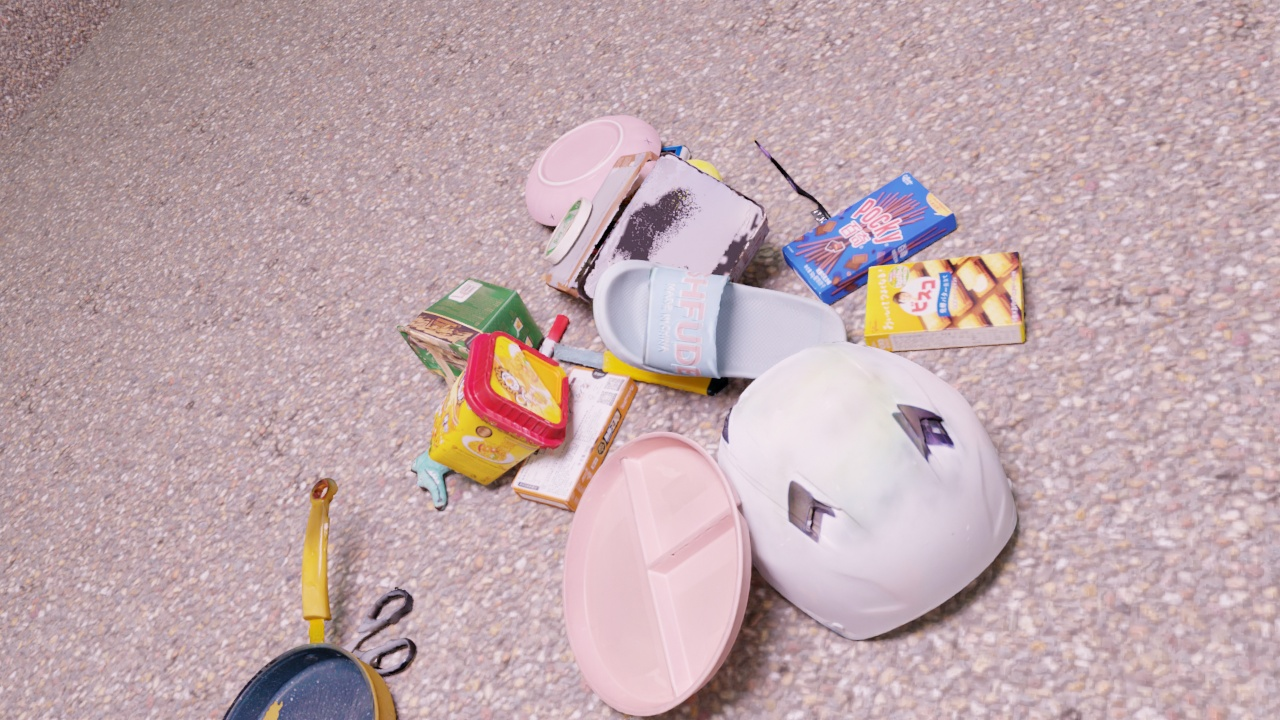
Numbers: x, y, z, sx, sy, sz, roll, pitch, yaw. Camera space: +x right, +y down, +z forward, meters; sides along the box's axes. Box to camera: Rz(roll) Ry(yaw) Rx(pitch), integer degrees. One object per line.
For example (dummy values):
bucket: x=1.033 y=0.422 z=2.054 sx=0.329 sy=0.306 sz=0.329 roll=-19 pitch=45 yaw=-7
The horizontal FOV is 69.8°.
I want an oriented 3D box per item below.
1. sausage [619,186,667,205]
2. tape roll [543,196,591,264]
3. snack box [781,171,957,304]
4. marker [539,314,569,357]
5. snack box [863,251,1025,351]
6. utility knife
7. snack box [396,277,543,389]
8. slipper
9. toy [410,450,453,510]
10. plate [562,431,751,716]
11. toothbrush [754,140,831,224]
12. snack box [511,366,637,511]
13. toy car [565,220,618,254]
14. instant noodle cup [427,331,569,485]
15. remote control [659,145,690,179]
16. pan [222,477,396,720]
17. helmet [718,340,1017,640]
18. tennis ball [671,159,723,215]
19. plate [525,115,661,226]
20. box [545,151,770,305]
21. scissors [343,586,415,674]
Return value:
sausage: x=-0.009 y=-0.206 z=1.141 sx=0.165 sy=0.021 sz=0.021 roll=-4 pitch=54 yaw=26
tape roll: x=-0.085 y=-0.151 z=1.067 sx=0.086 sy=0.014 sz=0.085 roll=-51 pitch=19 yaw=25
snack box: x=0.234 y=-0.126 z=0.946 sx=0.157 sy=0.026 sz=0.084 roll=-31 pitch=46 yaw=3
marker: x=-0.116 y=0.010 z=1.034 sx=0.017 sy=0.017 sz=0.145 roll=7 pitch=59 yaw=32
snack box: x=0.284 y=-0.054 z=0.861 sx=0.141 sy=0.034 sz=0.086 roll=-5 pitch=53 yaw=27
utility knife: x=-0.006 y=0.006 z=0.978 sx=0.224 sy=0.015 sz=0.033 roll=12 pitch=62 yaw=32
snack box: x=-0.182 y=-0.028 z=1.034 sx=0.118 sy=0.117 sz=0.105 roll=17 pitch=60 yaw=33
slipper: x=0.076 y=-0.030 z=0.854 sx=0.245 sy=0.074 sz=0.104 roll=8 pitch=94 yaw=-4
toy: x=-0.210 y=0.112 z=0.998 sx=0.092 sy=0.030 sz=0.096 roll=-29 pitch=54 yaw=11
plate: x=0.010 y=0.174 z=0.765 sx=0.230 sy=0.028 sz=0.229 roll=-23 pitch=59 yaw=46
toothbrush: x=0.171 y=-0.205 z=1.052 sx=0.017 sy=0.014 sz=0.189 roll=-40 pitch=46 yaw=11
snack box: x=-0.067 y=0.078 z=0.948 sx=0.075 sy=0.026 sz=0.153 roll=8 pitch=60 yaw=33
toy car: x=-0.048 y=-0.148 z=1.109 sx=0.106 sy=0.031 sz=0.049 roll=13 pitch=63 yaw=36
instant noodle cup: x=-0.148 y=0.054 z=0.931 sx=0.124 sy=0.116 sz=0.116 roll=-43 pitch=31 yaw=30
remote control: x=0.000 y=-0.244 z=1.163 sx=0.125 sy=0.024 sz=0.048 roll=-1 pitch=55 yaw=29
pan: x=-0.315 y=0.286 z=0.868 sx=0.198 sy=0.078 sz=0.356 roll=-13 pitch=54 yaw=22
helmet: x=0.162 y=0.078 z=0.744 sx=0.229 sy=0.146 sz=0.258 roll=-34 pitch=46 yaw=0
tennis ball: x=0.064 y=-0.201 z=1.069 sx=0.065 sy=0.065 sz=0.065 roll=-14 pitch=50 yaw=18
plate: x=-0.068 y=-0.250 z=1.159 sx=0.193 sy=0.039 sz=0.192 roll=-18 pitch=44 yaw=18
box: x=-0.002 y=-0.126 z=0.976 sx=0.270 sy=0.136 sz=0.179 roll=32 pitch=90 yaw=41
scissors: x=-0.292 y=0.293 z=0.910 sx=0.164 sy=0.014 sz=0.163 roll=17 pitch=65 yaw=38
